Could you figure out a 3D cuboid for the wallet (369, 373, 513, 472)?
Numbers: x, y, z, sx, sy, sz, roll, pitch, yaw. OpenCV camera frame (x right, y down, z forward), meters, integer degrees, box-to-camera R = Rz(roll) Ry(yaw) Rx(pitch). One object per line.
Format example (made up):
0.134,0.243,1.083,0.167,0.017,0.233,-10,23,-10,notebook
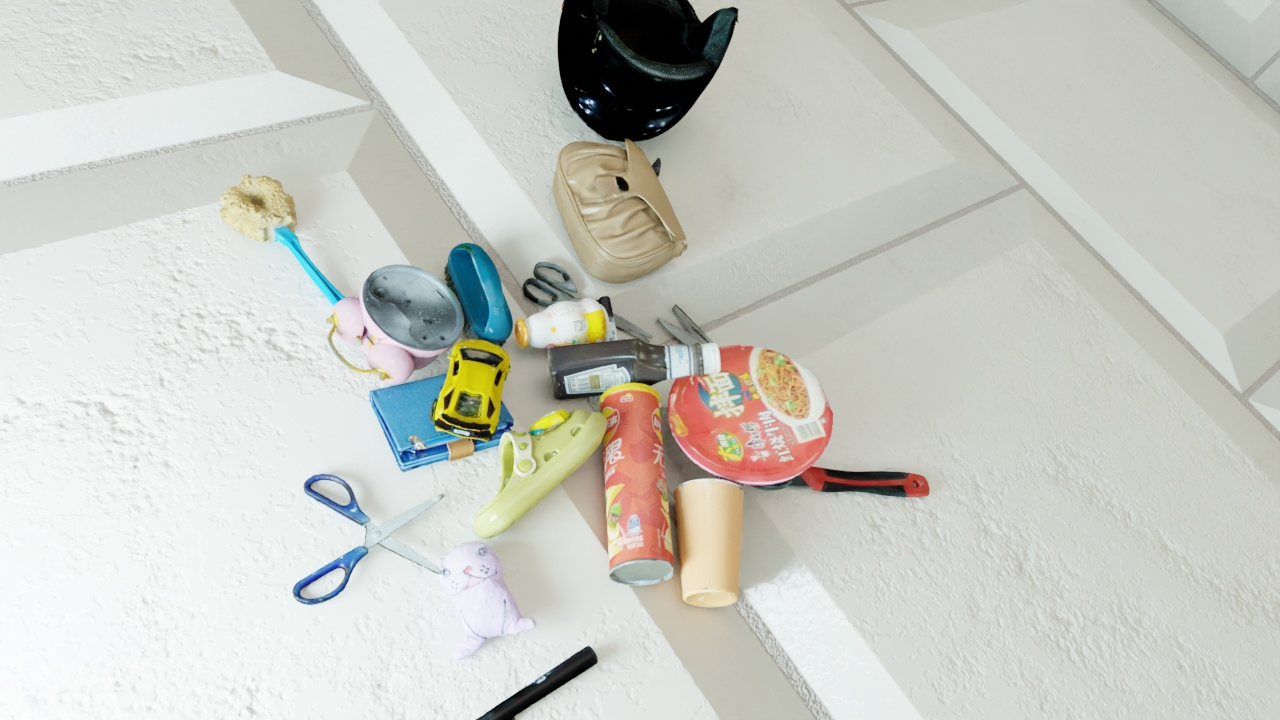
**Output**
-0.214,0.061,0.995,0.132,0.040,0.106,-15,55,-30,wallet

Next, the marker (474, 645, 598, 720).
-0.096,0.314,0.872,0.131,0.020,0.022,-25,85,-33,marker

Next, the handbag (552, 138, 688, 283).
-0.030,-0.207,1.217,0.147,0.100,0.204,-13,65,-23,handbag

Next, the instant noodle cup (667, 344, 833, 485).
0.126,0.076,1.082,0.194,0.066,0.193,1,53,-1,instant noodle cup

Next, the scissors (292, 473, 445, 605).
-0.271,0.169,0.902,0.172,0.012,0.162,-32,67,-28,scissors

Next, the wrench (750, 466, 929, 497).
0.236,0.143,1.128,0.273,0.016,0.056,9,54,-15,wrench

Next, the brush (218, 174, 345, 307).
-0.390,-0.119,1.057,0.254,0.046,0.083,46,49,9,brush

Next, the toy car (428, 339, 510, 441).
-0.180,0.026,0.987,0.071,0.041,0.155,15,40,-9,toy car

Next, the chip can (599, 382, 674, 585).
-0.006,0.133,1.005,0.073,0.073,0.216,7,55,-17,chip can

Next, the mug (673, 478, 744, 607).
0.075,0.199,0.991,0.078,0.078,0.122,10,59,-15,mug

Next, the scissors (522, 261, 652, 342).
-0.069,-0.061,1.158,0.136,0.014,0.174,-23,70,-34,scissors

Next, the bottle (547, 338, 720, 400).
-0.006,0.006,1.058,0.195,0.080,0.044,-6,57,-1,bottle

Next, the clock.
-0.271,-0.036,1.009,0.117,0.060,0.158,46,39,2,clock

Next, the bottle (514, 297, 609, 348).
-0.094,-0.039,1.096,0.108,0.063,0.063,-10,60,-27,bottle

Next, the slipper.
-0.114,0.104,0.965,0.081,0.092,0.190,48,57,-2,slipper

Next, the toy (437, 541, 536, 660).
-0.160,0.229,0.896,0.083,0.039,0.108,-24,68,-10,toy

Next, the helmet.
-0.008,-0.455,1.322,0.233,0.231,0.274,18,41,-20,helmet

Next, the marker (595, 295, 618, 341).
-0.037,-0.021,1.129,0.022,0.018,0.130,-10,63,0,marker

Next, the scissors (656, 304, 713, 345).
0.123,0.005,1.183,0.215,0.015,0.195,3,56,-19,scissors

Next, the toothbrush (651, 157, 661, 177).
0.014,-0.220,1.299,0.014,0.018,0.188,15,54,-9,toothbrush

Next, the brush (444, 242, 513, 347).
-0.188,-0.083,1.084,0.055,0.074,0.143,-7,59,-31,brush
